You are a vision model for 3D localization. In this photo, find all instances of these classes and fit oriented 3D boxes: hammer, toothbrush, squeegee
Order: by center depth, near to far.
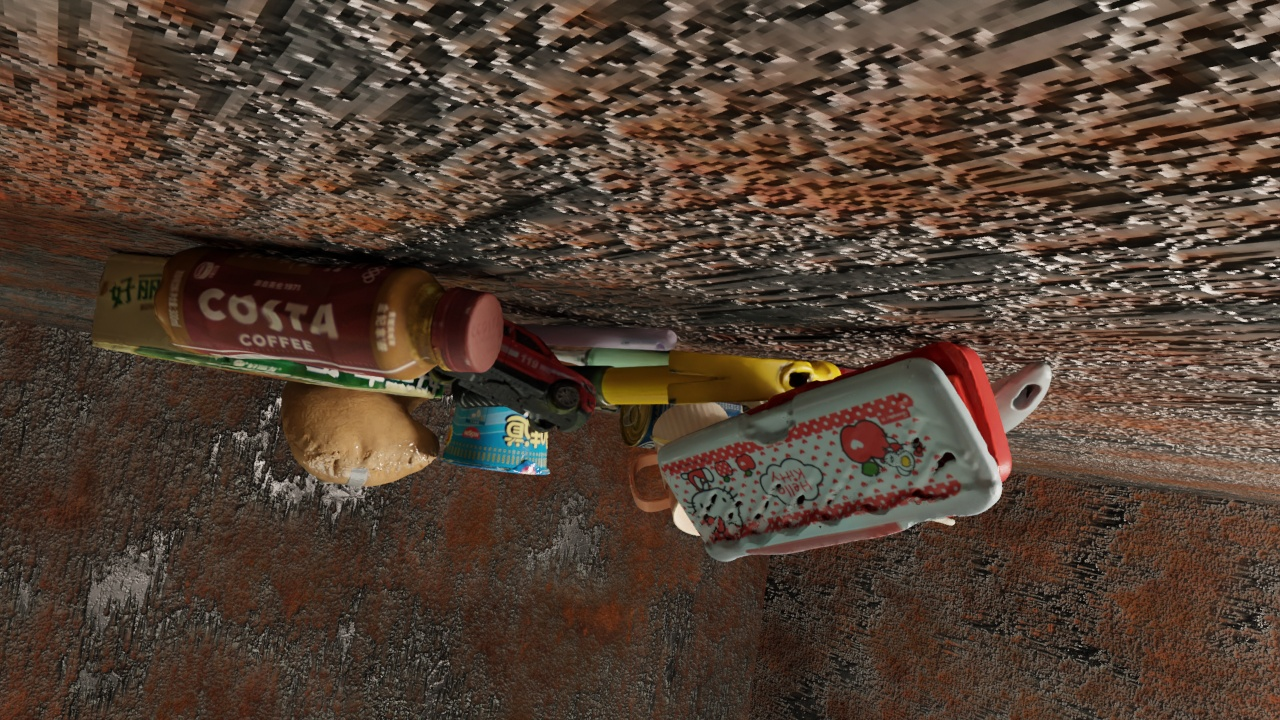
[{"bbox_3d":[0.161,0.060,0.564,0.246,0.039,0.247,17,154,-15],"label":"squeegee"},{"bbox_3d":[-0.065,-0.019,0.586,0.189,0.021,0.029,5,142,23],"label":"toothbrush"},{"bbox_3d":[-0.021,0.017,0.633,0.301,0.033,0.128,-3,174,39],"label":"hammer"},{"bbox_3d":[-0.004,0.004,0.691,0.225,0.026,0.027,7,178,11],"label":"toothbrush"}]

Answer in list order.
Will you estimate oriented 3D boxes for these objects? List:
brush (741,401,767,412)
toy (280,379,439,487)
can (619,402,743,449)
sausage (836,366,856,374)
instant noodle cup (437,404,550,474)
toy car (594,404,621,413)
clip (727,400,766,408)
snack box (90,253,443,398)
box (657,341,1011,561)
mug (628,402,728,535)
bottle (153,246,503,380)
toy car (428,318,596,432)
[{"bbox_3d":[0.120,0.066,1.033,0.146,0.063,0.069,5,-157,43],"label":"brush"},{"bbox_3d":[-0.258,0.027,0.852,0.143,0.083,0.225,14,-149,-20],"label":"toy"},{"bbox_3d":[0.044,0.059,0.960,0.111,0.075,0.075,10,175,-23],"label":"can"},{"bbox_3d":[0.178,0.019,0.613,0.156,0.020,0.020,8,175,4],"label":"sausage"},{"bbox_3d":[-0.119,0.039,0.805,0.099,0.110,0.099,8,176,0],"label":"instant noodle cup"},{"bbox_3d":[-0.051,0.032,1.008,0.035,0.042,0.091,24,166,-36],"label":"toy car"},{"bbox_3d":[0.102,0.034,0.825,0.098,0.034,0.064,10,177,19],"label":"clip"},{"bbox_3d":[-0.247,-0.017,0.657,0.115,0.063,0.240,6,174,21],"label":"snack box"},{"bbox_3d":[0.090,0.058,0.487,0.068,0.090,0.202,-4,165,-41],"label":"box"},{"bbox_3d":[0.045,0.104,0.875,0.114,0.105,0.082,-14,133,-3],"label":"mug"},{"bbox_3d":[-0.157,-0.023,0.467,0.175,0.057,0.057,7,175,15],"label":"bottle"},{"bbox_3d":[-0.082,0.003,0.557,0.120,0.045,0.053,30,152,-12],"label":"toy car"}]
